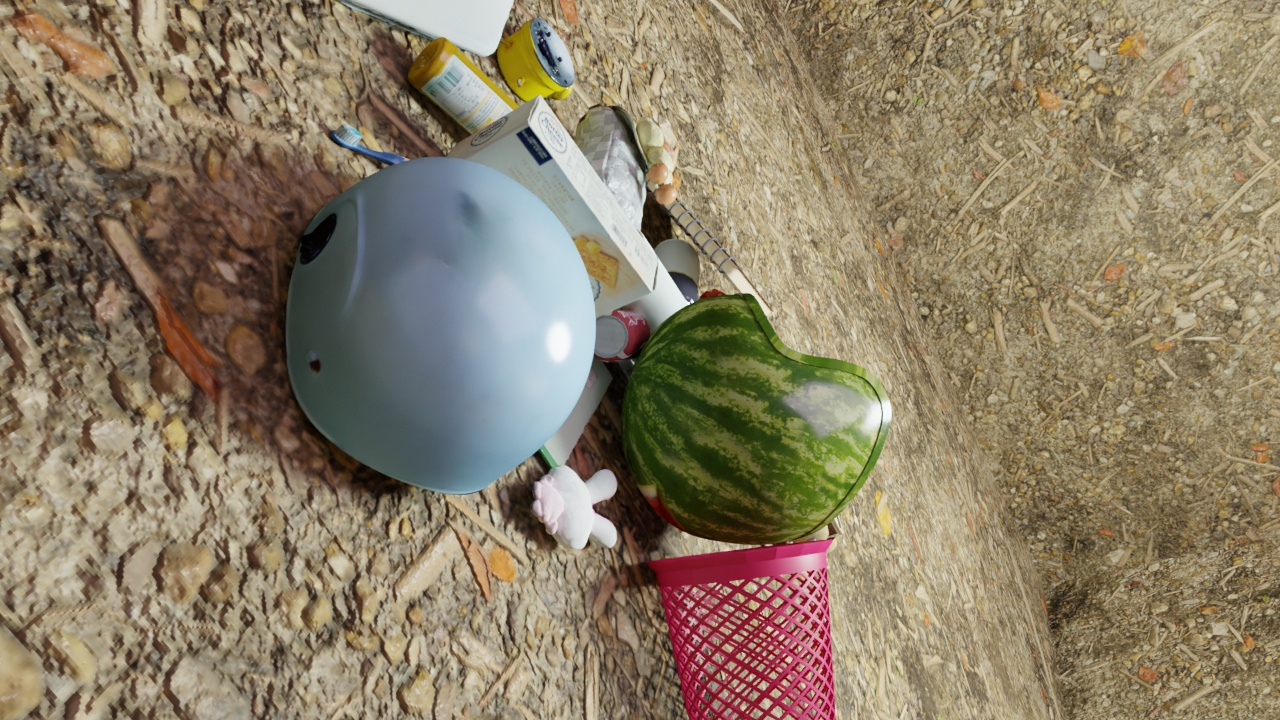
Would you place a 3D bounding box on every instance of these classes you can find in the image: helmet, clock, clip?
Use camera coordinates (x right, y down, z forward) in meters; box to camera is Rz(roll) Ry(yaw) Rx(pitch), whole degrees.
[{"bbox_3d":[-0.126,-0.045,0.672,0.225,0.167,0.265,27,40,-43],"label":"helmet"},{"bbox_3d":[0.218,0.208,1.239,0.117,0.081,0.158,48,21,-57],"label":"clock"},{"bbox_3d":[-0.112,-0.337,1.039,0.083,0.057,0.118,67,26,-2],"label":"clock"},{"bbox_3d":[0.098,0.066,0.945,0.247,0.213,0.243,34,78,-6],"label":"helmet"},{"bbox_3d":[-0.006,0.006,1.032,0.101,0.038,0.054,-70,157,-55],"label":"clip"}]

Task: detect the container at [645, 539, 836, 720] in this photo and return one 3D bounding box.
[{"bbox_3d":[0.110,0.296,0.880,0.183,0.184,0.225,13,67,-60],"label":"container"}]

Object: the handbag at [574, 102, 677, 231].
[{"bbox_3d":[-0.019,-0.205,1.047,0.171,0.123,0.112,-83,158,-43],"label":"handbag"}]

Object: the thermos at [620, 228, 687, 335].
[{"bbox_3d":[0.023,-0.052,1.048,0.230,0.068,0.067,52,30,-44],"label":"thermos"}]

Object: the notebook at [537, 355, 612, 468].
[{"bbox_3d":[-0.114,-0.039,0.862,0.252,0.010,0.181,59,27,-19],"label":"notebook"}]

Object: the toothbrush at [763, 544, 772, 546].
[{"bbox_3d":[0.127,0.182,1.159,0.181,0.018,0.015,54,30,-30],"label":"toothbrush"}]

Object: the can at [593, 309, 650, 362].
[{"bbox_3d":[-0.023,-0.026,0.958,0.096,0.054,0.054,-11,81,-78],"label":"can"}]

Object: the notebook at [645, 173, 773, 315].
[{"bbox_3d":[0.076,-0.159,1.185,0.225,0.024,0.167,52,7,28],"label":"notebook"}]

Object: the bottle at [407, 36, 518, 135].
[{"bbox_3d":[-0.137,-0.229,0.889,0.186,0.053,0.053,38,39,-36],"label":"bottle"}]

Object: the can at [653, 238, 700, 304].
[{"bbox_3d":[0.041,-0.099,1.148,0.064,0.064,0.127,49,32,-35],"label":"can"}]

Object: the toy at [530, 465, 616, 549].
[{"bbox_3d":[-0.061,0.129,0.808,0.125,0.037,0.076,16,63,-57],"label":"toy"}]

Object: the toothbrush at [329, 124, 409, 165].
[{"bbox_3d":[-0.200,-0.163,0.771,0.135,0.017,0.021,25,46,-48],"label":"toothbrush"}]

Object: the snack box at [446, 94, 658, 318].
[{"bbox_3d":[-0.081,-0.132,0.866,0.208,0.104,0.057,52,28,-31],"label":"snack box"}]

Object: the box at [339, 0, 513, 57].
[{"bbox_3d":[-0.228,-0.361,0.865,0.216,0.110,0.108,3,111,-60],"label":"box"}]

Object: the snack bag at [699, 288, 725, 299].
[{"bbox_3d":[0.126,-0.015,1.233,0.082,0.082,0.176,-20,89,-64],"label":"snack bag"}]
